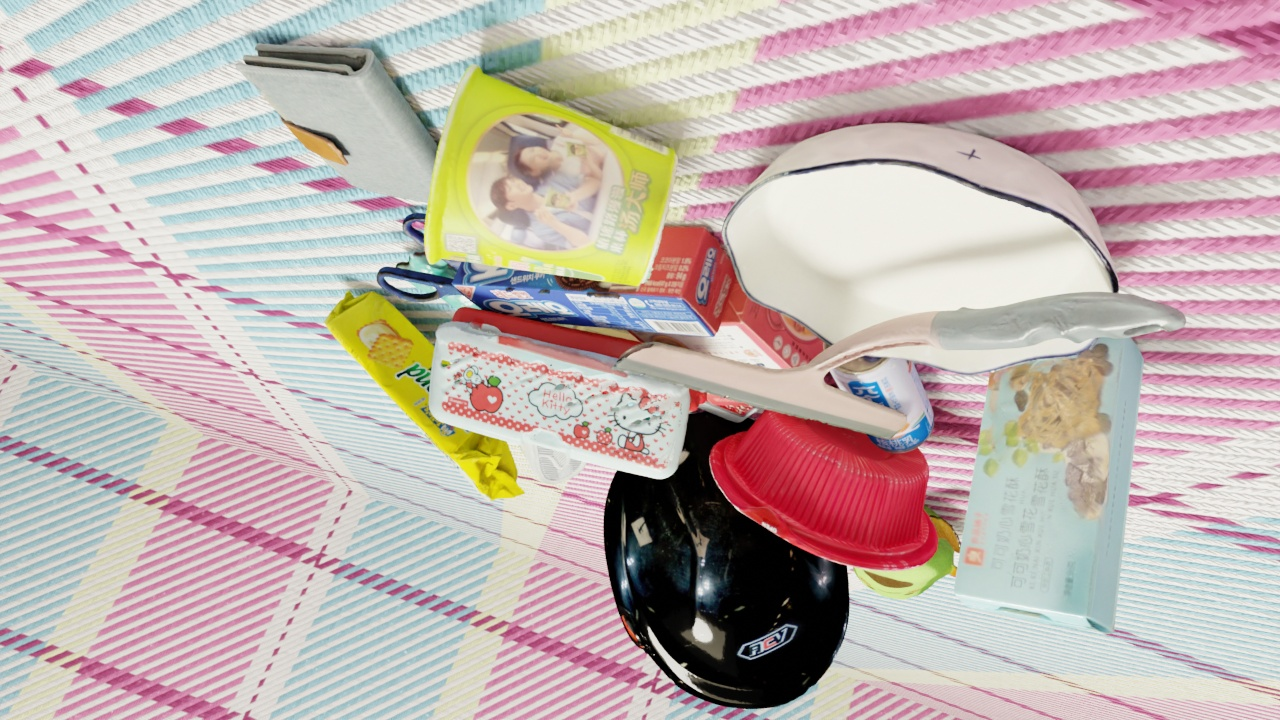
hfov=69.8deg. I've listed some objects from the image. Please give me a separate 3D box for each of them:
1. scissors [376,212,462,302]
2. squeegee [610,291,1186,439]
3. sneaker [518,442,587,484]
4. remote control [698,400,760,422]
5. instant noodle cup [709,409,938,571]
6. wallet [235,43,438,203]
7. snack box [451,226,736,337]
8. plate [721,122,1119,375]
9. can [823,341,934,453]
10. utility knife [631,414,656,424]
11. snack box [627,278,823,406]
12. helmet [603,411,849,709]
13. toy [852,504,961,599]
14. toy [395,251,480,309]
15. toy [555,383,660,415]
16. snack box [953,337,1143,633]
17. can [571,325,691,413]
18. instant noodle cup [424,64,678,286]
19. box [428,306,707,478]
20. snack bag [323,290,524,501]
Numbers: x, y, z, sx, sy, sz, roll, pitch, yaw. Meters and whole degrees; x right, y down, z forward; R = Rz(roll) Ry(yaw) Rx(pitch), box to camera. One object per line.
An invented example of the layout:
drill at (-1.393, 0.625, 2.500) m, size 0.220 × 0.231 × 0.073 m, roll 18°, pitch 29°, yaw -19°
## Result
scissors at (-0.141, -0.063, 0.764) m, size 0.163 × 0.012 × 0.162 m, roll -12°, pitch 137°, yaw 19°
squeegee at (0.158, -0.008, 0.494) m, size 0.247 × 0.040 × 0.250 m, roll 16°, pitch 160°, yaw -36°
sneaker at (-0.112, 0.023, 0.924) m, size 0.090 × 0.089 × 0.242 m, roll 56°, pitch 166°, yaw 39°
remote control at (0.085, 0.026, 0.812) m, size 0.056 × 0.020 × 0.136 m, roll 21°, pitch 160°, yaw -5°
instant noodle cup at (0.155, 0.085, 0.733) m, size 0.194 × 0.066 × 0.193 m, roll 16°, pitch -157°, yaw -7°
wallet at (-0.186, -0.148, 0.597) m, size 0.107 × 0.037 × 0.130 m, roll 11°, pitch 158°, yaw 22°
snack box at (-0.039, -0.058, 0.655) m, size 0.208 × 0.058 × 0.057 m, roll 6°, pitch 158°, yaw 34°
plate at (0.148, -0.057, 0.499) m, size 0.205 × 0.045 × 0.205 m, roll 17°, pitch 159°, yaw 6°
can at (0.172, 0.017, 0.656) m, size 0.053 × 0.053 × 0.134 m, roll 8°, pitch 157°, yaw 31°
utility knife at (0.000, 0.057, 0.923) m, size 0.186 × 0.013 × 0.029 m, roll 12°, pitch 144°, yaw -26°
snack box at (0.071, -0.013, 0.690) m, size 0.113 × 0.044 × 0.127 m, roll 0°, pitch 151°, yaw 43°
helmet at (0.080, 0.186, 0.892) m, size 0.233 × 0.274 × 0.230 m, roll -22°, pitch 135°, yaw -6°
toy at (0.270, 0.198, 0.981) m, size 0.227 × 0.089 × 0.247 m, roll 18°, pitch 158°, yaw 26°
toy at (-0.164, -0.069, 0.793) m, size 0.092 × 0.030 × 0.097 m, roll 25°, pitch 149°, yaw -18°
toy at (-0.048, 0.039, 0.829) m, size 0.162 × 0.050 × 0.155 m, roll 7°, pitch -162°, yaw 26°
snack box at (0.241, 0.066, 0.540) m, size 0.074 × 0.174 × 0.051 m, roll 0°, pitch 158°, yaw 42°
can at (-0.005, 0.005, 0.786) m, size 0.116 × 0.058 × 0.058 m, roll 16°, pitch 160°, yaw 13°
instant noodle cup at (-0.046, -0.093, 0.516) m, size 0.123 × 0.111 × 0.112 m, roll 15°, pitch 161°, yaw -5°
box at (-0.058, 0.027, 0.681) m, size 0.201 × 0.098 × 0.095 m, roll 12°, pitch 166°, yaw 16°
snack bag at (-0.215, 0.037, 0.946) m, size 0.246 × 0.068 × 0.158 m, roll 44°, pitch 167°, yaw 17°
